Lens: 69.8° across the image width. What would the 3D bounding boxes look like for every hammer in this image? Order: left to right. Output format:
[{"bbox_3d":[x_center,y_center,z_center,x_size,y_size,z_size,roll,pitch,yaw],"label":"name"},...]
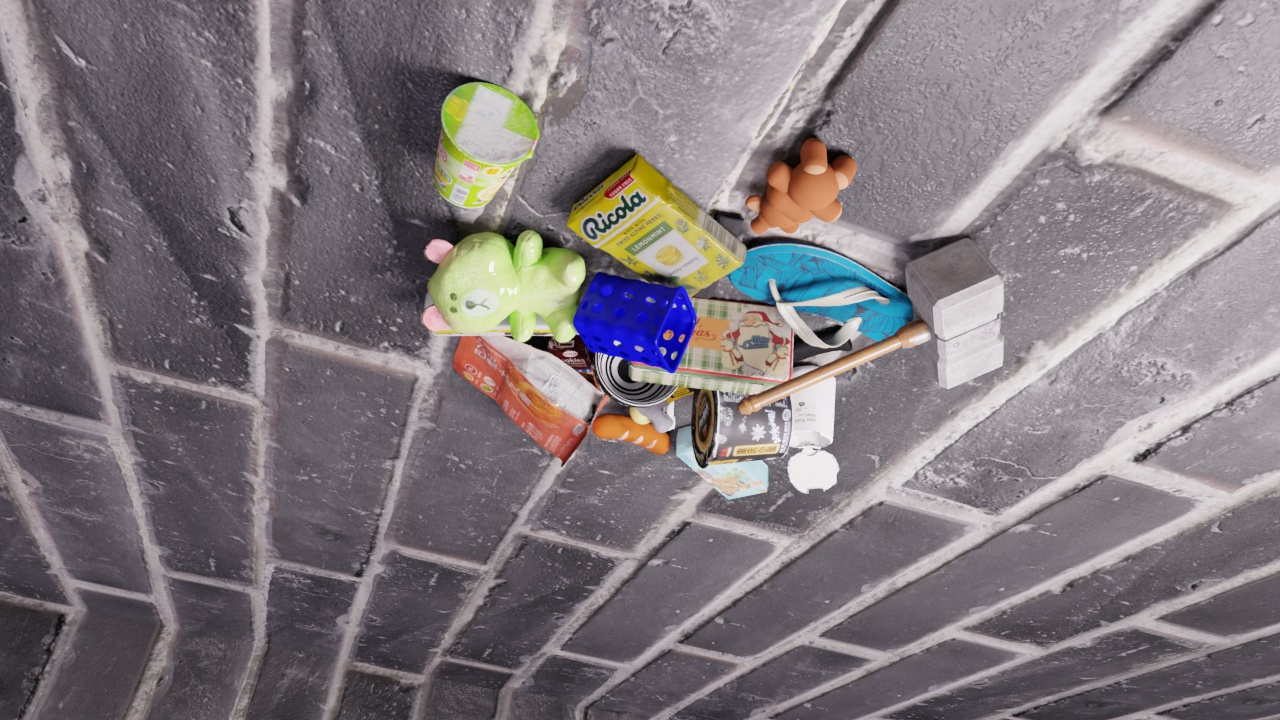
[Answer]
[{"bbox_3d":[0.131,0.014,1.263,0.324,0.029,0.127,-19,130,25],"label":"hammer"},{"bbox_3d":[0.260,-0.005,1.076,0.318,0.082,0.163,-24,139,3],"label":"hammer"}]

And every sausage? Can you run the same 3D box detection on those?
[{"bbox_3d":[-0.011,0.111,1.409,0.039,0.044,0.164,6,169,43],"label":"sausage"}]

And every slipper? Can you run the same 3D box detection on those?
[{"bbox_3d":[0.244,-0.066,1.118,0.294,0.060,0.118,20,140,-20],"label":"slipper"}]

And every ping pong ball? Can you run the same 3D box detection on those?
[{"bbox_3d":[0.004,0.076,1.379,0.040,0.040,0.040,5,145,3],"label":"ping pong ball"}]

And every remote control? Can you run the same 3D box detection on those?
[{"bbox_3d":[0.090,-0.125,1.096,0.033,0.015,0.147,11,145,-5],"label":"remote control"}]

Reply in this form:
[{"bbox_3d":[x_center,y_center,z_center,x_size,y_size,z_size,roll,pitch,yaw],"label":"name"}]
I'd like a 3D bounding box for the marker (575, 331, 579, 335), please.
[{"bbox_3d":[-0.099,-0.047,1.240,0.145,0.017,0.017,16,145,-13],"label":"marker"}]

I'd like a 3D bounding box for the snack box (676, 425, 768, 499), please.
[{"bbox_3d":[0.133,0.160,1.468,0.075,0.053,0.174,-17,140,30],"label":"snack box"}]

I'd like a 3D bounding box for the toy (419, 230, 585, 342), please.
[{"bbox_3d":[-0.163,-0.094,1.115,0.197,0.107,0.150,13,127,7],"label":"toy"}]

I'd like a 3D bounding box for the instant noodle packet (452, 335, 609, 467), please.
[{"bbox_3d":[-0.168,0.043,1.304,0.221,0.083,0.165,32,152,-3],"label":"instant noodle packet"}]

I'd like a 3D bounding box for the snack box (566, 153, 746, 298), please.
[{"bbox_3d":[0.021,-0.140,1.045,0.181,0.045,0.122,35,140,-26],"label":"snack box"}]

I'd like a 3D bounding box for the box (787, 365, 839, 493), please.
[{"bbox_3d":[0.237,0.098,1.279,0.084,0.155,0.126,1,156,15],"label":"box"}]

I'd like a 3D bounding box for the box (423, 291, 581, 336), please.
[{"bbox_3d":[-0.179,-0.066,1.188,0.210,0.064,0.037,1,152,9],"label":"box"}]

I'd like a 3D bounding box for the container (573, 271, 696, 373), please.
[{"bbox_3d":[-0.006,-0.047,1.092,0.114,0.085,0.084,14,156,25],"label":"container"}]

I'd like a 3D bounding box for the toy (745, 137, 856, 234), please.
[{"bbox_3d":[0.166,-0.177,0.982,0.095,0.065,0.128,30,148,-18],"label":"toy"}]

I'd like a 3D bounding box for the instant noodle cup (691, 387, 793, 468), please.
[{"bbox_3d":[0.136,0.077,1.220,0.112,0.137,0.138,3,146,-9],"label":"instant noodle cup"}]

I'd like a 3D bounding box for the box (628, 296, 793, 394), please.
[{"bbox_3d":[0.090,-0.021,1.160,0.205,0.117,0.051,8,148,2],"label":"box"}]

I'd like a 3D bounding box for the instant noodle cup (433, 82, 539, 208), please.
[{"bbox_3d":[-0.170,-0.215,0.951,0.099,0.098,0.108,19,151,-18],"label":"instant noodle cup"}]

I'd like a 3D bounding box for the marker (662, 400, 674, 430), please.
[{"bbox_3d":[0.044,0.065,1.376,0.020,0.017,0.134,18,147,12],"label":"marker"}]

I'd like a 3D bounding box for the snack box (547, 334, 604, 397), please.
[{"bbox_3d":[-0.089,0.013,1.312,0.051,0.031,0.141,0,145,11],"label":"snack box"}]

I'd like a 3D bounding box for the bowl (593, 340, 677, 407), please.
[{"bbox_3d":[-0.007,0.007,1.225,0.120,0.120,0.066,14,165,-10],"label":"bowl"}]
